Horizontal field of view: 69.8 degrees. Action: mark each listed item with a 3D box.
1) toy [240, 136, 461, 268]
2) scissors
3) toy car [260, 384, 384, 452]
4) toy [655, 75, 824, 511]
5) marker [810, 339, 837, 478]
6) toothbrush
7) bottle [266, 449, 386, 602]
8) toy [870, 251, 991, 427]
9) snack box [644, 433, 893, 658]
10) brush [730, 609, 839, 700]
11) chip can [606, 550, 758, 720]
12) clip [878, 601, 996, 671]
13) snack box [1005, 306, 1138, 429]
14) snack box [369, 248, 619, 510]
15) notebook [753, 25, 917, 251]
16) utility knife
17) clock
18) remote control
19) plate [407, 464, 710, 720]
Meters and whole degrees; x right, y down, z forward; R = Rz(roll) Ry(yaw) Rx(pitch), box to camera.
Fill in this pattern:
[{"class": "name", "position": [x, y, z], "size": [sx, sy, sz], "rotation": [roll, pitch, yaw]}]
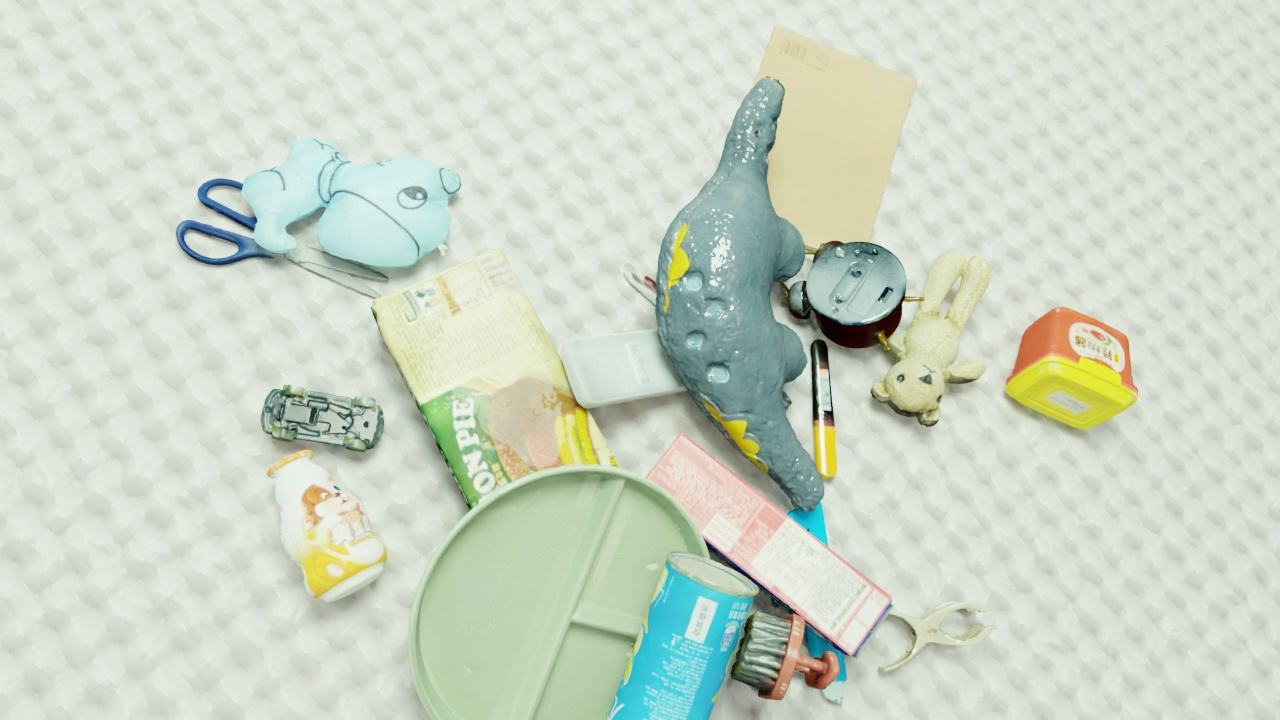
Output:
[{"class": "toy", "position": [-0.228, -0.125, 0.748], "size": [0.156, 0.050, 0.161], "rotation": [46, 69, 3]}, {"class": "scissors", "position": [-0.287, -0.101, 0.753], "size": [0.173, 0.012, 0.126], "rotation": [-5, 76, -13]}, {"class": "toy car", "position": [-0.244, 0.046, 0.709], "size": [0.090, 0.034, 0.043], "rotation": [9, 71, -10]}, {"class": "toy", "position": [0.078, -0.054, 0.737], "size": [0.137, 0.091, 0.356], "rotation": [-2, 86, -17]}, {"class": "marker", "position": [0.157, 0.041, 0.793], "size": [0.018, 0.015, 0.123], "rotation": [4, 72, -11]}, {"class": "toothbrush", "position": [0.057, -0.021, 0.789], "size": [0.187, 0.017, 0.016], "rotation": [41, 71, 2]}, {"class": "bottle", "position": [-0.234, 0.120, 0.675], "size": [0.063, 0.063, 0.108], "rotation": [-29, 82, -16]}, {"class": "toy", "position": [0.258, -0.023, 0.800], "size": [0.105, 0.066, 0.157], "rotation": [25, 79, 3]}, {"class": "snack box", "position": [0.094, 0.145, 0.719], "size": [0.207, 0.057, 0.058], "rotation": [38, 79, 8]}, {"class": "brush", "position": [0.106, 0.217, 0.667], "size": [0.069, 0.146, 0.063], "rotation": [17, 73, 9]}, {"class": "chip can", "position": [0.015, 0.246, 0.650], "size": [0.071, 0.071, 0.210], "rotation": [21, 91, -4]}, {"class": "clip", "position": [0.236, 0.219, 0.752], "size": [0.100, 0.035, 0.070], "rotation": [-12, 78, -4]}, {"class": "snack box", "position": [0.381, 0.006, 0.812], "size": [0.091, 0.082, 0.080], "rotation": [23, 59, -4]}, {"class": "snack box", "position": [-0.107, 0.041, 0.719], "size": [0.114, 0.063, 0.240], "rotation": [-27, 82, -16]}, {"class": "notebook", "position": [0.165, -0.205, 0.861], "size": [0.149, 0.012, 0.211], "rotation": [21, 73, -3]}, {"class": "utility knife", "position": [0.145, 0.196, 0.747], "size": [0.034, 0.018, 0.161], "rotation": [-5, 77, -12]}, {"class": "clock", "position": [0.176, -0.060, 0.794], "size": [0.122, 0.055, 0.082], "rotation": [29, 76, 28]}, {"class": "remote control", "position": [-0.004, 0.004, 0.739], "size": [0.135, 0.020, 0.056], "rotation": [-9, 74, -44]}, {"class": "plate", "position": [-0.053, 0.184, 0.665], "size": [0.230, 0.027, 0.230], "rotation": [-4, 100, -22]}]
